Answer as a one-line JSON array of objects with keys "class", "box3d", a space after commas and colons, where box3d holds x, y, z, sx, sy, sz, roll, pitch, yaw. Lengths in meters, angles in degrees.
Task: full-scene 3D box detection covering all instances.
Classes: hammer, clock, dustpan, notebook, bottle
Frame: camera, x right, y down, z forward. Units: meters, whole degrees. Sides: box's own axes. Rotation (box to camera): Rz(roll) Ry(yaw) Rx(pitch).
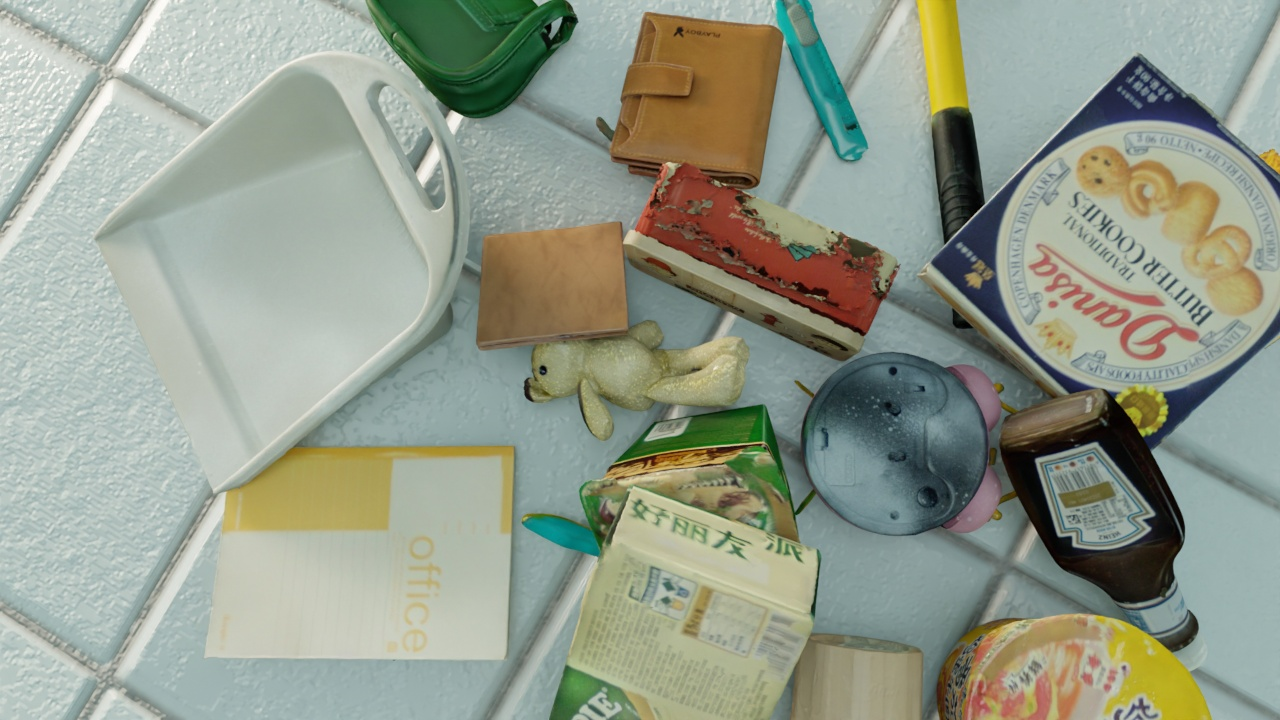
[{"class": "hammer", "box3d": [0.222, -0.172, 0.652, 0.129, 0.033, 0.300, -4, 82, 3]}, {"class": "clock", "box3d": [0.182, 0.057, 0.608, 0.158, 0.060, 0.117, 1, 81, 4]}, {"class": "dustpan", "box3d": [-0.233, -0.072, 0.600, 0.257, 0.143, 0.222, -28, 81, -7]}, {"class": "notebook", "box3d": [-0.189, 0.130, 0.628, 0.206, 0.010, 0.145, 0, 75, 4]}, {"class": "bottle", "box3d": [0.297, 0.111, 0.572, 0.080, 0.043, 0.195, -24, 106, 35]}]

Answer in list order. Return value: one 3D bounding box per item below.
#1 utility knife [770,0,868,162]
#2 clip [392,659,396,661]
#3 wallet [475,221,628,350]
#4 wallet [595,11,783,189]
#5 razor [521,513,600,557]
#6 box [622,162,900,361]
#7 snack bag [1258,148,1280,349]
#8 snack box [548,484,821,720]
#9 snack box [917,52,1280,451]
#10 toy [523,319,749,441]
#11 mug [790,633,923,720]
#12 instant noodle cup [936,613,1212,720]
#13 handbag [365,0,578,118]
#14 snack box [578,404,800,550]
[{"class": "utility knife", "box3d": [0.130, -0.215, 0.671, 0.029, 0.013, 0.151, -21, 81, 1]}, {"class": "clip", "box3d": [-0.158, 0.177, 0.628, 0.047, 0.014, 0.057, 37, 86, 9]}, {"class": "wallet", "box3d": [-0.060, -0.052, 0.624, 0.101, 0.020, 0.115, -6, 45, 2]}, {"class": "wallet", "box3d": [0.035, -0.187, 0.654, 0.119, 0.035, 0.130, 10, 68, 3]}, {"class": "razor", "box3d": [-0.020, 0.135, 0.620, 0.132, 0.028, 0.043, 27, 115, 3]}, {"class": "box", "box3d": [0.082, -0.072, 0.614, 0.168, 0.091, 0.080, 25, 86, 6]}, {"class": "snack bag", "box3d": [0.366, -0.045, 0.619, 0.208, 0.073, 0.128, -31, 82, 5]}, {"class": "snack box", "box3d": [0.011, 0.195, 0.531, 0.114, 0.063, 0.241, 19, 119, 5]}, {"class": "snack box", "box3d": [0.306, -0.061, 0.576, 0.178, 0.045, 0.183, 44, 99, 4]}, {"class": "toy", "box3d": [-0.004, 0.004, 0.607, 0.157, 0.066, 0.104, 3, 52, 25]}, {"class": "mug", "box3d": [0.116, 0.229, 0.583, 0.125, 0.084, 0.103, 0, 79, 29]}, {"class": "instant noodle cup", "box3d": [0.249, 0.217, 0.556, 0.138, 0.110, 0.138, 0, 82, 2]}, {"class": "handbag", "box3d": [-0.127, -0.254, 0.661, 0.120, 0.068, 0.131, -42, 83, -5]}, {"class": "snack box", "box3d": [0.043, 0.086, 0.566, 0.118, 0.105, 0.117, -11, 113, 17]}]
